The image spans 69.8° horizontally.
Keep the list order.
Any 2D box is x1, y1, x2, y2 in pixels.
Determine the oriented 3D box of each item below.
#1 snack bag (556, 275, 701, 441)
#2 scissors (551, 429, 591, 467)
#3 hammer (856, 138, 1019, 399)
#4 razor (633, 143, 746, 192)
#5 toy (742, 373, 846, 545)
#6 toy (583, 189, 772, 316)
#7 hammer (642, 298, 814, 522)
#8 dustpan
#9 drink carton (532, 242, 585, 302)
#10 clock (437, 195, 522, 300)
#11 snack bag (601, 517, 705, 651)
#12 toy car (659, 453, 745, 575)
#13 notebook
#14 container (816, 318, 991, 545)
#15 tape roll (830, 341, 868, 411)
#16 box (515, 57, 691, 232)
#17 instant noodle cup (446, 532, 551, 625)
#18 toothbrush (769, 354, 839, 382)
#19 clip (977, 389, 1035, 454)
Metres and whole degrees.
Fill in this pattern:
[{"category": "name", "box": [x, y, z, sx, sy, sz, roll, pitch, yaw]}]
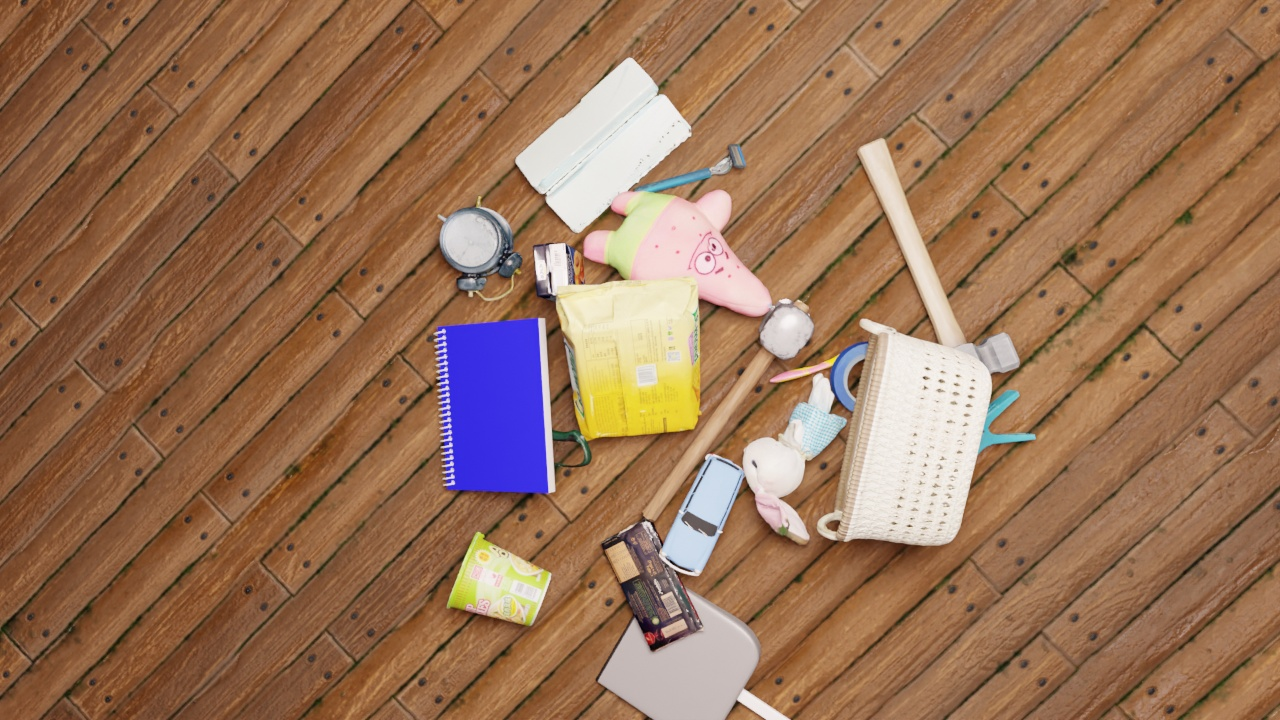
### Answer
[{"category": "snack bag", "box": [-0.006, 0.006, 1.071, 0.159, 0.248, 0.068, -8, 46, -1]}, {"category": "scissors", "box": [-0.130, 0.068, 1.130, 0.204, 0.015, 0.202, 36, 112, 24]}, {"category": "hammer", "box": [0.340, -0.114, 1.111, 0.117, 0.051, 0.322, -22, 86, 8]}, {"category": "razor", "box": [0.060, -0.231, 1.148, 0.144, 0.022, 0.042, -17, 52, 10]}, {"category": "toy", "box": [0.177, 0.107, 1.110, 0.106, 0.131, 0.205, 17, 82, 24]}, {"category": "toy", "box": [0.055, -0.122, 1.109, 0.237, 0.097, 0.191, 30, 73, 2]}, {"category": "hammer", "box": [0.103, 0.064, 1.124, 0.052, 0.098, 0.329, 35, 101, 1]}, {"category": "dustpan", "box": [0.094, 0.403, 1.155, 0.258, 0.033, 0.163, 31, 94, 13]}, {"category": "drink carton", "box": [-0.096, -0.105, 1.110, 0.040, 0.130, 0.064, -5, 90, 6]}, {"category": "clock", "box": [-0.202, -0.138, 1.161, 0.090, 0.052, 0.129, -25, 93, 5]}, {"category": "snack bag", "box": [0.013, 0.281, 1.153, 0.075, 0.018, 0.155, -28, 80, 10]}, {"category": "toy car", "box": [0.078, 0.185, 1.120, 0.056, 0.055, 0.153, 26, 68, 5]}, {"category": "notebook", "box": [-0.185, 0.058, 1.144, 0.172, 0.022, 0.209, -3, 91, 31]}, {"category": "container", "box": [0.291, 0.087, 1.021, 0.143, 0.184, 0.246, 11, 99, 9]}, {"category": "tape roll", "box": [0.281, 0.023, 1.123, 0.093, 0.016, 0.091, -14, 99, -2]}, {"category": "box", "box": [-0.048, -0.269, 1.148, 0.197, 0.075, 0.125, -39, 107, 8]}, {"category": "instant noodle cup", "box": [-0.174, 0.281, 1.148, 0.108, 0.099, 0.099, 22, 93, -3]}, {"category": "toothbrush", "box": [0.225, 0.006, 1.137, 0.135, 0.021, 0.016, -21, 86, 3]}, {"category": "clip", "box": [0.415, 0.100, 1.107, 0.126, 0.028, 0.113, -12, 86, -7]}]
